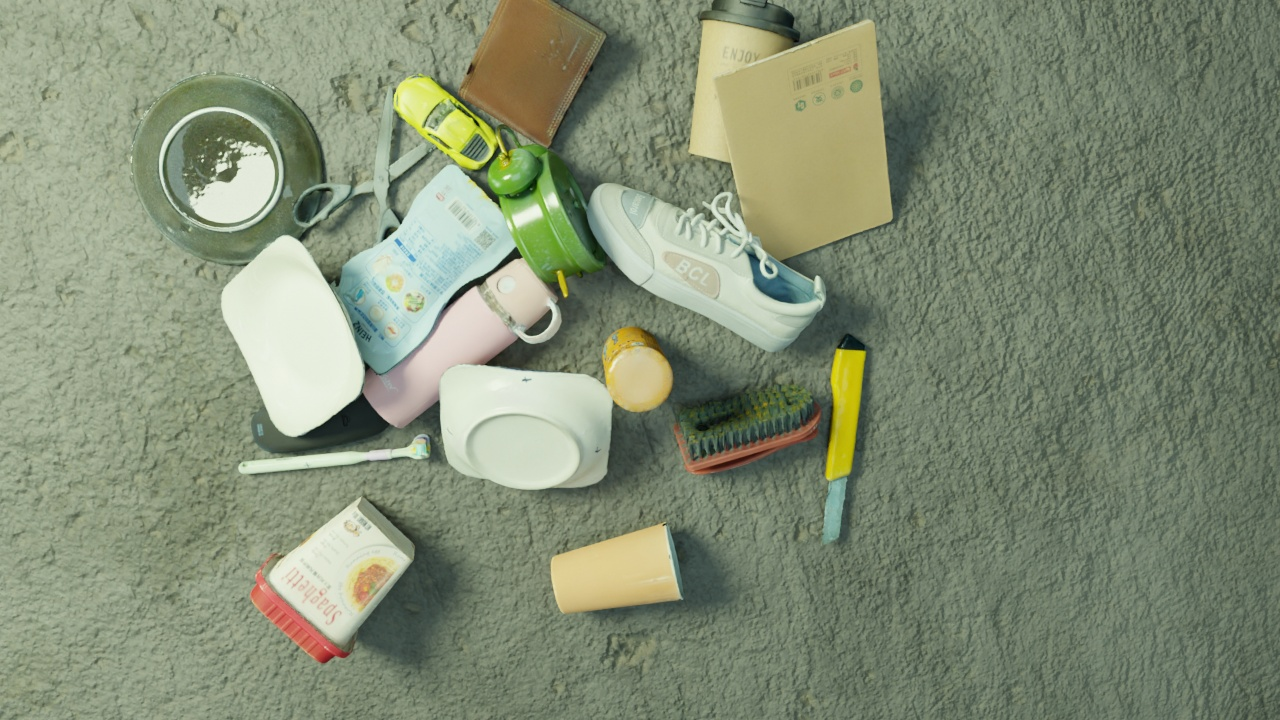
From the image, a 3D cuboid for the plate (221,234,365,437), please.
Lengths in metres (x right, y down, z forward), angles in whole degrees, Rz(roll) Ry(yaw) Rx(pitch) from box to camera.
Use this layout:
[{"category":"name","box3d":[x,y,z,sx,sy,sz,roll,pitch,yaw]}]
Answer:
[{"category":"plate","box3d":[-0.315,-0.022,0.854,0.164,0.034,0.164,-27,88,36]}]

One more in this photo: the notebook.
[{"category":"notebook","box3d":[0.155,-0.191,0.846,0.148,0.008,0.208,-20,130,0]}]

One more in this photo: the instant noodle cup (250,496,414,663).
[{"category":"instant noodle cup","box3d":[-0.291,0.207,0.892,0.124,0.117,0.116,-44,99,-9]}]

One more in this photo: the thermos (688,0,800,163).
[{"category":"thermos","box3d":[0.089,-0.257,0.845,0.093,0.093,0.143,11,106,-5]}]

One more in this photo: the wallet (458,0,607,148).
[{"category":"wallet","box3d":[-0.100,-0.272,0.846,0.101,0.032,0.125,27,113,-12]}]

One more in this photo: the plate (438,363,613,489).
[{"category":"plate","box3d":[-0.110,0.075,0.869,0.163,0.034,0.165,5,134,0]}]

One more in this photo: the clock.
[{"category":"clock","box3d":[-0.088,-0.142,0.839,0.056,0.116,0.161,-23,103,11]}]

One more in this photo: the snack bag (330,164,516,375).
[{"category":"snack bag","box3d":[-0.208,-0.086,0.857,0.110,0.039,0.191,44,89,5]}]

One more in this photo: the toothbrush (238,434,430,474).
[{"category":"toothbrush","box3d":[-0.305,0.096,0.914,0.189,0.029,0.020,-6,140,-1]}]

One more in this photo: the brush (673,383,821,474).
[{"category":"brush","box3d":[0.110,0.070,0.916,0.146,0.063,0.069,-16,131,-2]}]

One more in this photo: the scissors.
[{"category":"scissors","box3d":[-0.251,-0.169,0.871,0.159,0.014,0.181,-6,102,-13]}]

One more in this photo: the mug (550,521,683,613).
[{"category":"mug","box3d":[-0.024,0.213,0.924,0.123,0.078,0.078,-12,100,4]}]

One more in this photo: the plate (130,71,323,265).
[{"category":"plate","box3d":[-0.389,-0.179,0.859,0.179,0.024,0.179,-1,100,-4]}]

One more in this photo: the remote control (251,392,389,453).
[{"category":"remote control","box3d":[-0.317,0.061,0.903,0.136,0.024,0.053,-10,99,-2]}]

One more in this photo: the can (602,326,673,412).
[{"category":"can","box3d":[-0.005,0.005,0.850,0.058,0.146,0.058,-1,100,-4]}]

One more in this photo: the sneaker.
[{"category":"sneaker","box3d":[0.066,-0.100,0.852,0.242,0.089,0.091,31,136,-12]}]

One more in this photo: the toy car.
[{"category":"toy car","box3d":[-0.181,-0.222,0.855,0.105,0.032,0.048,38,92,-15]}]

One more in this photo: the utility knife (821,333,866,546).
[{"category":"utility knife","box3d":[0.204,0.083,0.942,0.033,0.015,0.223,5,97,-5]}]

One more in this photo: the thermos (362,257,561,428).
[{"category":"thermos","box3d":[-0.166,-0.012,0.874,0.198,0.067,0.087,-36,69,3]}]
